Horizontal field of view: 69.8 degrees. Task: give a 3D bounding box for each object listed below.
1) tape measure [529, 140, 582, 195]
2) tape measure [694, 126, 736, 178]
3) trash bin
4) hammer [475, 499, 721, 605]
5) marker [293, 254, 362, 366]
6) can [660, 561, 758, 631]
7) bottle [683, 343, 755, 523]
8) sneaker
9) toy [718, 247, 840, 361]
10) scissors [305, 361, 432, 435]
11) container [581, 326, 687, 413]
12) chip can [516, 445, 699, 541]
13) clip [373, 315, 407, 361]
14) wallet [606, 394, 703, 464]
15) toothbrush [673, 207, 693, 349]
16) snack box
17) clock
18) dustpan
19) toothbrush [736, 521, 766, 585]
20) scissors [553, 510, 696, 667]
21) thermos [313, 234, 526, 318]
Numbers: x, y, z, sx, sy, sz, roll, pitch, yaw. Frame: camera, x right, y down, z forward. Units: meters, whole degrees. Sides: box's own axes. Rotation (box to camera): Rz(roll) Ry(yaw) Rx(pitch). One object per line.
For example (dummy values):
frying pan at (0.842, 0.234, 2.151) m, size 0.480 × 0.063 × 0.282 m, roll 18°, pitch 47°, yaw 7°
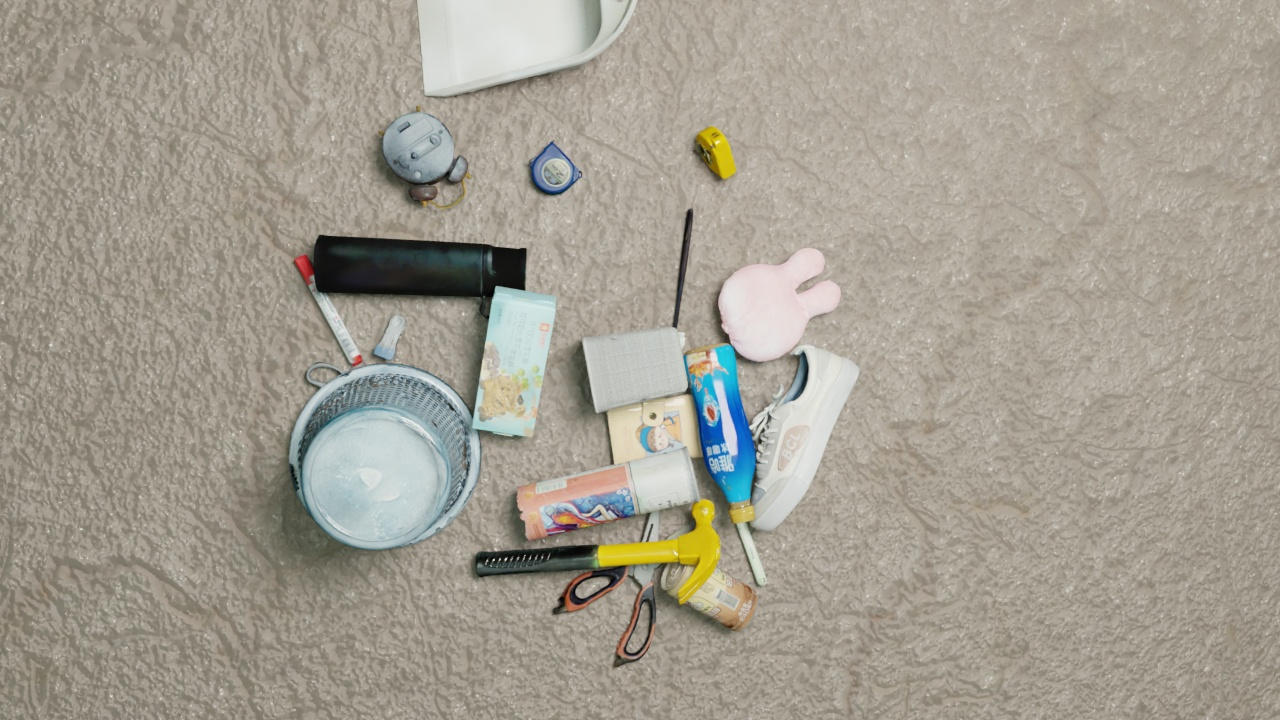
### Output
tape measure at (-0.107, -0.232, 1.127) m, size 0.054 × 0.025 × 0.058 m, roll -43°, pitch 92°, yaw -2°
tape measure at (0.090, -0.258, 1.133) m, size 0.029 × 0.057 × 0.060 m, roll -31°, pitch 135°, yaw -7°
trash bin at (-0.287, 0.118, 1.025) m, size 0.226 × 0.195 × 0.226 m, roll 0°, pitch 92°, yaw -13°
hammer at (-0.052, 0.239, 1.117) m, size 0.301 × 0.128 × 0.033 m, roll -5°, pitch 136°, yaw 6°
marker at (-0.376, -0.060, 1.107) m, size 0.017 × 0.017 × 0.145 m, roll -28°, pitch 95°, yaw -5°
can at (0.087, 0.288, 1.147) m, size 0.116 × 0.058 × 0.058 m, roll 33°, pitch 88°, yaw -15°
bottle at (0.104, 0.090, 1.128) m, size 0.065 × 0.065 × 0.218 m, roll -11°, pitch 83°, yaw -6°
sneaker at (0.179, 0.093, 1.143) m, size 0.090 × 0.089 × 0.242 m, roll 26°, pitch 89°, yaw -5°
toy at (0.174, -0.071, 1.153) m, size 0.159 × 0.054 × 0.121 m, roll -28°, pitch 96°, yaw -10°
scissors at (-0.332, 0.060, 1.119) m, size 0.180 × 0.014 × 0.159 m, roll 40°, pitch 87°, yaw -8°
container at (-0.007, 0.007, 1.111) m, size 0.114 × 0.090 × 0.090 m, roll -11°, pitch 94°, yaw -2°
chip can at (-0.040, 0.163, 1.121) m, size 0.215 × 0.071 × 0.071 m, roll -13°, pitch 94°, yaw -1°
clip at (-0.302, -0.028, 1.116) m, size 0.027 × 0.043 × 0.058 m, roll 25°, pitch 82°, yaw -4°
wallet at (0.018, 0.088, 1.157) m, size 0.115 × 0.024 × 0.087 m, roll -8°, pitch 98°, yaw -5°
toothbrush at (0.055, -0.102, 1.157) m, size 0.018 × 0.016 × 0.181 m, roll 5°, pitch 92°, yaw -13°
snack box at (-0.150, 0.003, 1.091) m, size 0.074 × 0.051 × 0.175 m, roll 10°, pitch 112°, yaw -7°
clock at (-0.255, -0.238, 1.094) m, size 0.082 × 0.055 × 0.122 m, roll -35°, pitch 97°, yaw -5°
dustpan at (-0.134, -0.437, 1.059) m, size 0.257 × 0.143 × 0.222 m, roll -5°, pitch 93°, yaw -8°
toothbrush at (0.127, 0.201, 1.175) m, size 0.029 × 0.020 × 0.189 m, roll -20°, pitch 94°, yaw -13°
scissors at (-0.008, 0.281, 1.165) m, size 0.227 × 0.015 × 0.189 m, roll -22°, pitch 94°, yaw -5°
thermos at (-0.258, -0.099, 1.091) m, size 0.242 × 0.068 × 0.090 m, roll 3°, pitch 86°, yaw -7°
